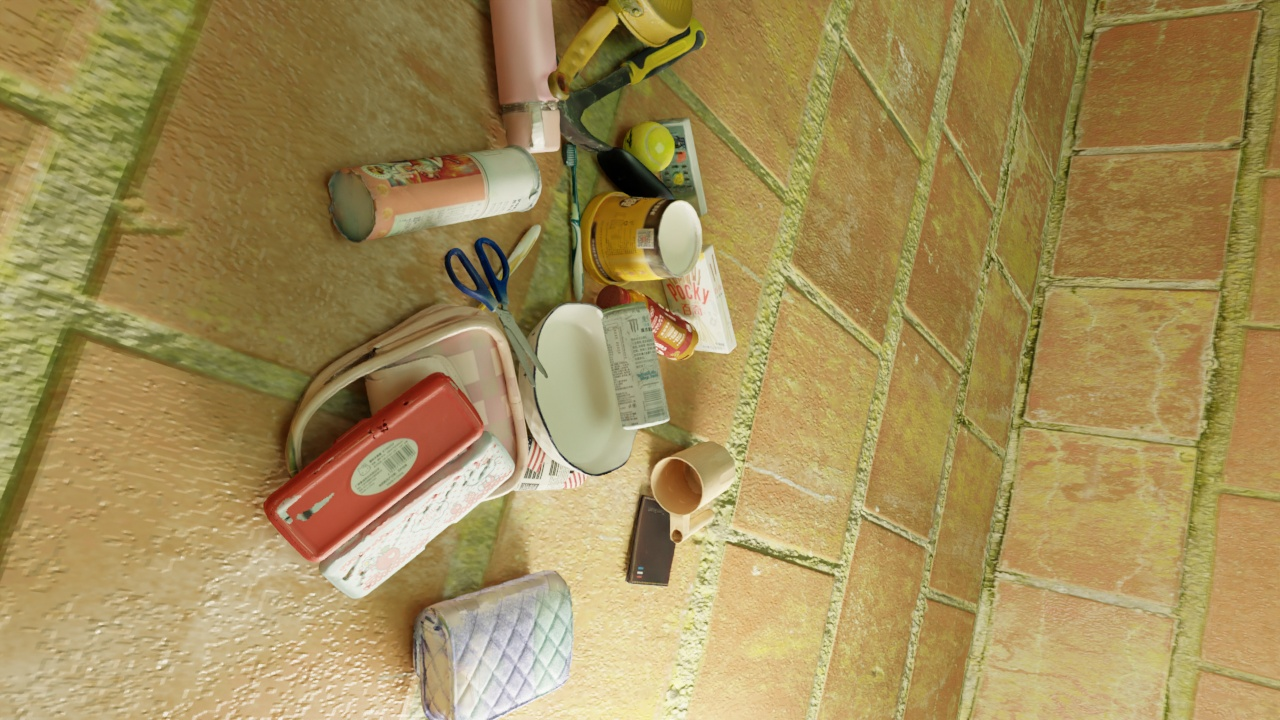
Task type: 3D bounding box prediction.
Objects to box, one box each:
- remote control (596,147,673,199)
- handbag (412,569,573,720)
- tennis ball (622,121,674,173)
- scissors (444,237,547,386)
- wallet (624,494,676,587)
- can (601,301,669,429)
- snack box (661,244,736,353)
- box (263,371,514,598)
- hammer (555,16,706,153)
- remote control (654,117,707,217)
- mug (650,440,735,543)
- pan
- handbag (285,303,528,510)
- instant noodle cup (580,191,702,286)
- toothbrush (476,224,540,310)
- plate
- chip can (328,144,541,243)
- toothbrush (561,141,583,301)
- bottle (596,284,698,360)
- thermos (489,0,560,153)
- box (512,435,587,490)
[{"bbox_3d":[-0.006,-0.224,1.155,0.136,0.053,0.024,32,61,-50],"label":"remote control"},{"bbox_3d":[-0.161,0.317,1.018,0.193,0.076,0.134,-2,92,-54],"label":"handbag"},{"bbox_3d":[0.010,-0.269,1.161,0.065,0.066,0.065,-10,103,-51],"label":"tennis ball"},{"bbox_3d":[-0.142,-0.057,0.985,0.172,0.012,0.132,41,48,-23],"label":"scissors"},{"bbox_3d":[0.020,0.255,1.290,0.096,0.020,0.122,23,75,-51],"label":"wallet"},{"bbox_3d":[-0.006,0.006,1.092,0.058,0.058,0.146,-10,88,-52],"label":"can"},{"bbox_3d":[0.076,-0.085,1.256,0.026,0.085,0.157,-42,126,-39],"label":"snack box"},{"bbox_3d":[-0.222,0.121,0.849,0.201,0.058,0.161,-39,127,-12],"label":"box"},{"bbox_3d":[-0.008,-0.359,1.145,0.322,0.032,0.126,-44,121,-42],"label":"hammer"},{"bbox_3d":[0.052,-0.255,1.224,0.019,0.056,0.135,-38,124,-43],"label":"remote control"},{"bbox_3d":[0.077,0.183,1.296,0.103,0.084,0.125,-18,110,-56],"label":"mug"},{"bbox_3d":[-0.029,-0.413,1.045,0.198,0.078,0.356,51,37,-36],"label":"pan"},{"bbox_3d":[-0.230,0.063,0.893,0.233,0.093,0.193,-21,115,-33],"label":"handbag"},{"bbox_3d":[0.004,-0.149,1.129,0.118,0.115,0.118,-9,102,-51],"label":"instant noodle cup"},{"bbox_3d":[-0.157,-0.080,1.008,0.191,0.018,0.016,-60,138,-25],"label":"toothbrush"},{"bbox_3d":[-0.072,0.035,1.081,0.204,0.046,0.204,21,64,-52],"label":"plate"},{"bbox_3d":[-0.196,-0.166,0.902,0.214,0.071,0.071,-24,114,-48],"label":"chip can"},{"bbox_3d":[-0.081,-0.165,1.099,0.018,0.016,0.192,-11,104,-41],"label":"toothbrush"},{"bbox_3d":[0.009,-0.050,1.197,0.174,0.058,0.057,27,73,-50],"label":"bottle"},{"bbox_3d":[-0.121,-0.320,0.969,0.067,0.087,0.199,-5,102,-10],"label":"thermos"},{"bbox_3d":[-0.117,0.119,1.078,0.164,0.052,0.068,11,72,-54],"label":"box"}]
